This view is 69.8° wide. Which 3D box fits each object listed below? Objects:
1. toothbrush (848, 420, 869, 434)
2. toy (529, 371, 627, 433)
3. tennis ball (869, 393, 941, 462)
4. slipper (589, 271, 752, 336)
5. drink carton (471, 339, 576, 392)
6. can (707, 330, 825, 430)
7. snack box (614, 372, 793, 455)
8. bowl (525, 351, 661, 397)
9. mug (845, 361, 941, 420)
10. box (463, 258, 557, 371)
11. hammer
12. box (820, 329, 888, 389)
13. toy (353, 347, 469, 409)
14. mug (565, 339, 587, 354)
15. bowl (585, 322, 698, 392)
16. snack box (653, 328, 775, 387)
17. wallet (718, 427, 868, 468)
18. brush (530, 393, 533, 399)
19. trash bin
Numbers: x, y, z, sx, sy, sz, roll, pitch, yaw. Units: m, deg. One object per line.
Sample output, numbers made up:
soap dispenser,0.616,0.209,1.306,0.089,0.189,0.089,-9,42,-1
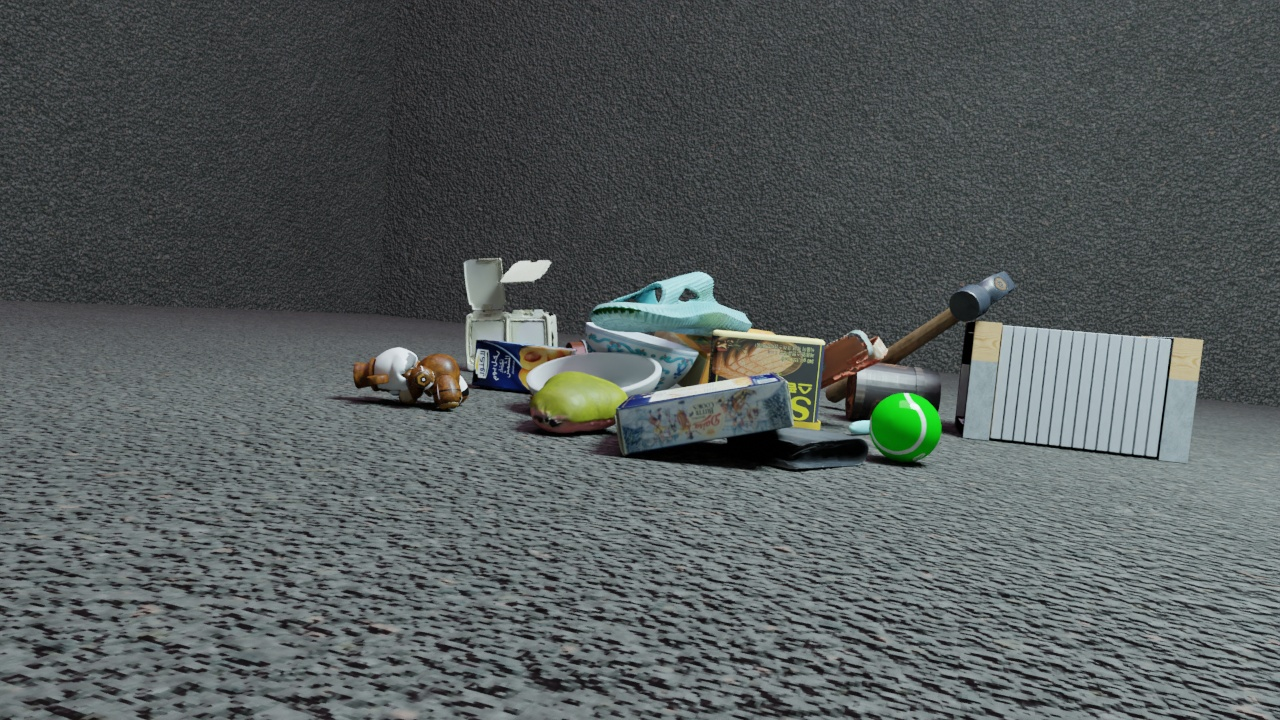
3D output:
toothbrush,0.298,0.079,1.104,0.017,0.016,0.180,12,7,42
toy,-0.065,0.040,0.884,0.090,0.051,0.109,20,14,25
tennis ball,0.249,0.063,0.864,0.065,0.065,0.065,5,4,0
slipper,0.041,-0.066,1.104,0.116,0.069,0.275,-6,-5,37
drink carton,-0.152,0.009,1.197,0.130,0.064,0.040,6,1,7
can,0.143,0.022,1.067,0.135,0.104,0.075,5,4,3
snack box,0.057,0.044,0.819,0.145,0.042,0.144,-10,2,5
bowl,-0.050,0.032,1.017,0.149,0.043,0.149,-4,18,1
mug,0.331,0.051,1.224,0.107,0.079,0.116,6,-23,4
box,-0.207,-0.067,1.411,0.143,0.180,0.080,-1,3,12
hammer,0.363,-0.020,1.244,0.129,0.040,0.323,-24,-12,-41
box,0.212,0.014,1.130,0.067,0.056,0.188,41,-49,-23
toy,-0.243,0.019,0.970,0.112,0.067,0.087,-4,4,-1
mug,-0.039,0.012,1.246,0.111,0.081,0.117,0,13,-18
bowl,-0.007,0.007,1.145,0.144,0.074,0.144,15,5,-2
snack box,0.130,0.011,1.256,0.195,0.081,0.145,6,20,-29
wallet,0.138,0.076,0.826,0.114,0.026,0.089,2,3,-44
brush,-0.069,0.044,1.123,0.126,0.017,0.048,4,4,-24
trash bin,0.535,0.033,1.148,0.247,0.142,0.142,6,4,15
